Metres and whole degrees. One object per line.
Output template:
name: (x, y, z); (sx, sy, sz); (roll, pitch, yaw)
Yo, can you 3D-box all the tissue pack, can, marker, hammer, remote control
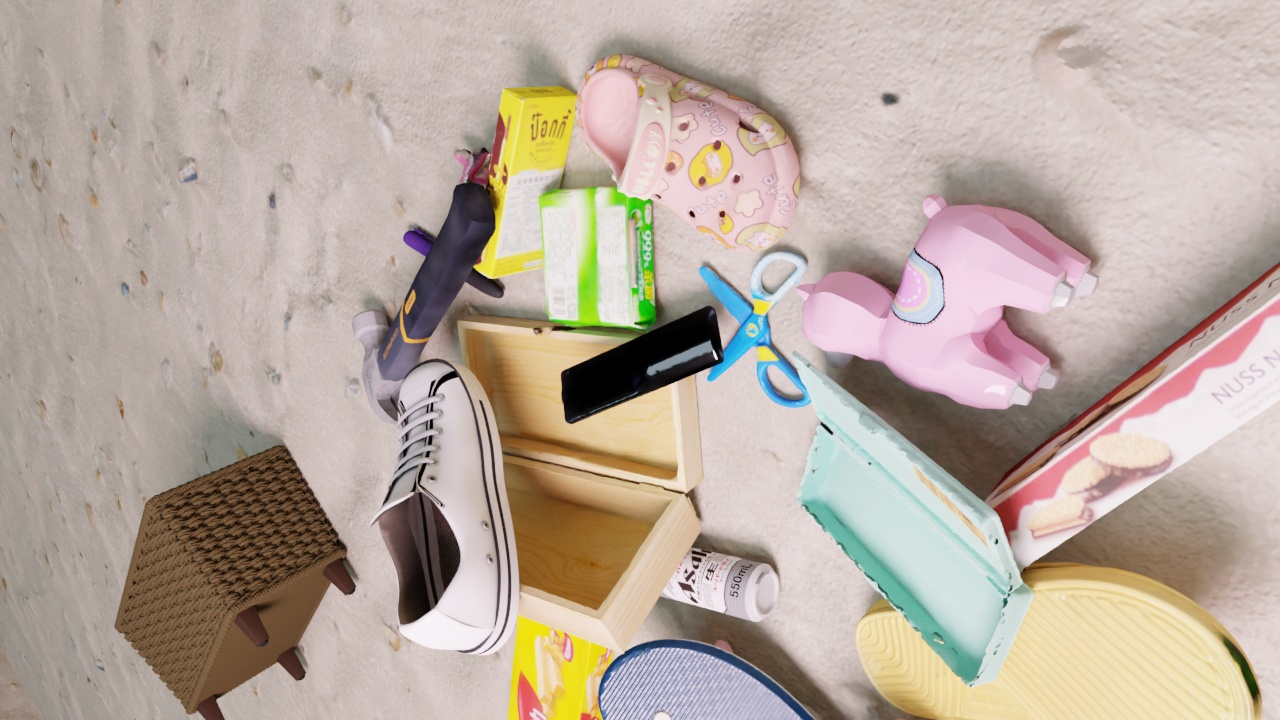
tissue pack: (-0.032, -0.078, 0.706); (0.100, 0.034, 0.114); (7, 104, 39)
can: (0.054, 0.171, 0.717); (0.107, 0.043, 0.044); (4, 107, 40)
marker: (-0.171, -0.089, 0.839); (0.134, 0.015, 0.018); (31, 95, 29)
hammer: (-0.193, -0.049, 0.802); (0.314, 0.035, 0.139); (-46, 56, 49)
remote control: (-0.004, 0.004, 0.674); (0.141, 0.021, 0.045); (-24, 58, 30)

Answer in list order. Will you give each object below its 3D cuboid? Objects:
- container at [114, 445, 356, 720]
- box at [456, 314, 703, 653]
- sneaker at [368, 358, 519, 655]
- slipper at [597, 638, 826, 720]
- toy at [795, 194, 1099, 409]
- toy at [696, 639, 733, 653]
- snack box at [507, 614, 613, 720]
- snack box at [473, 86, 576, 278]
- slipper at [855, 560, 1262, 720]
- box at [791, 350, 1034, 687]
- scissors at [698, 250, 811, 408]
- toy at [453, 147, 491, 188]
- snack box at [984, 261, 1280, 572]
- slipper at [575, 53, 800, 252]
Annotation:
container: (-0.506, 0.300, 1.156); (0.205, 0.176, 0.322); (48, 130, 13)
box: (-0.072, 0.090, 0.767); (0.248, 0.118, 0.252); (7, 84, 38)
sneaker: (-0.169, 0.104, 0.712); (0.091, 0.097, 0.245); (-28, 59, 27)
slipper: (0.105, 0.309, 0.700); (0.295, 0.060, 0.118); (36, 101, 9)
toy: (0.168, -0.034, 0.535); (0.158, 0.067, 0.123); (28, 120, 36)
toy: (0.054, 0.279, 0.758); (0.095, 0.041, 0.109); (45, 116, 20)
snack box: (-0.079, 0.313, 0.881); (0.092, 0.042, 0.201); (26, 120, 33)
snack box: (-0.091, -0.139, 0.722); (0.025, 0.061, 0.149); (34, 124, 29)
slipper: (0.234, 0.166, 0.543); (0.264, 0.078, 0.099); (-32, 80, 59)
box: (0.151, 0.084, 0.548); (0.187, 0.055, 0.138); (-131, 31, -53)
scissors: (0.082, -0.022, 0.647); (0.125, 0.013, 0.127); (48, 125, 15)
toy: (-0.125, -0.129, 0.771); (0.065, 0.050, 0.102); (-131, 34, -67)
snack box: (0.278, 0.006, 0.449); (0.044, 0.076, 0.274); (47, 130, 13)
slipper: (0.016, -0.144, 0.617); (0.197, 0.081, 0.093); (40, 126, 26)
